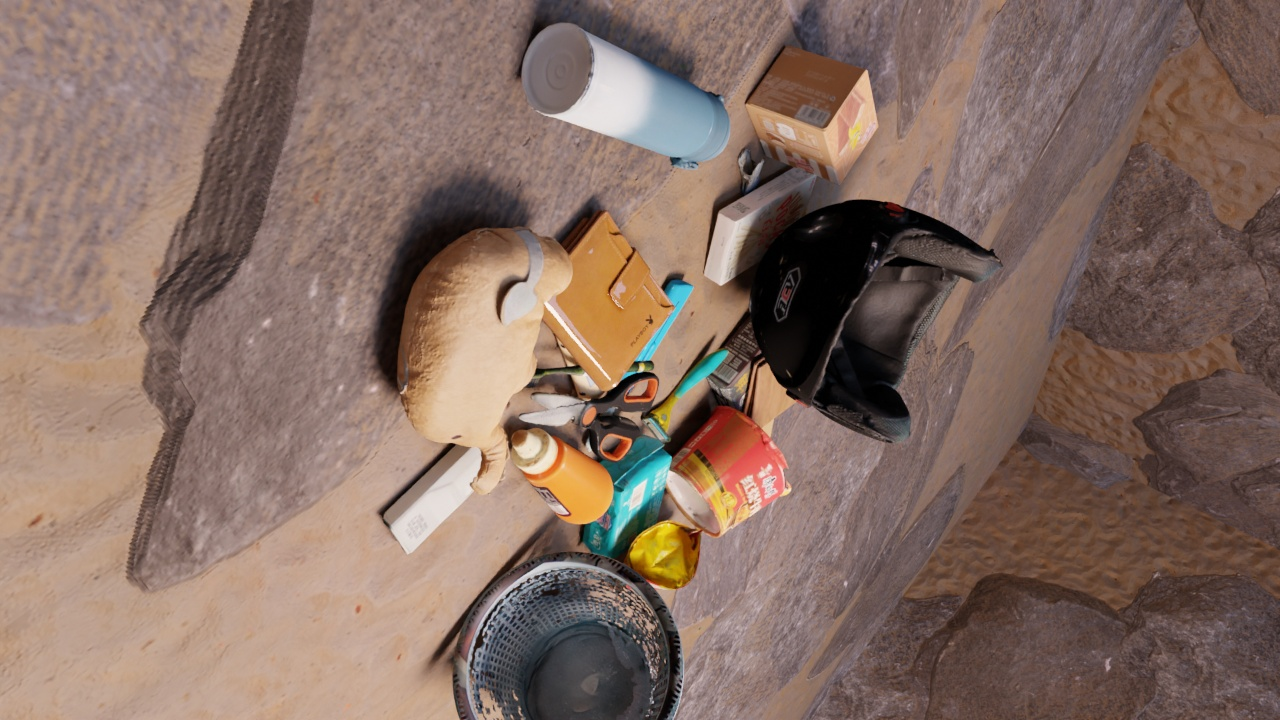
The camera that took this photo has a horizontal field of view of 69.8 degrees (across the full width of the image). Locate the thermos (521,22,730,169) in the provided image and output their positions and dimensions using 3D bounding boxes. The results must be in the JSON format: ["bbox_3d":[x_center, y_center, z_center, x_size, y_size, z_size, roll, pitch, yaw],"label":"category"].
[{"bbox_3d":[0.000,-0.199,0.719,0.220,0.070,0.070,0,116,-57],"label":"thermos"}]

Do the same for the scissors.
[{"bbox_3d":[-0.043,0.036,0.873,0.160,0.022,0.234,-54,153,-16],"label":"scissors"}]

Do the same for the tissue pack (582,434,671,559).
[{"bbox_3d":[-0.017,0.157,1.026,0.093,0.050,0.134,-29,140,-44],"label":"tissue pack"}]

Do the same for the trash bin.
[{"bbox_3d":[-0.068,0.338,0.974,0.226,0.226,0.195,-49,162,-19],"label":"trash bin"}]

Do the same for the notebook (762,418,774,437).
[{"bbox_3d":[0.143,0.129,1.293,0.147,0.008,0.208,-34,142,-38],"label":"notebook"}]

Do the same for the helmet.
[{"bbox_3d":[0.227,-0.058,0.982,0.274,0.230,0.234,1,116,-52],"label":"helmet"}]

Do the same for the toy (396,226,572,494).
[{"bbox_3d":[-0.125,0.005,0.695,0.143,0.082,0.226,-7,124,-45],"label":"toy"}]

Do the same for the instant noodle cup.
[{"bbox_3d":[0.097,0.140,1.117,0.108,0.138,0.138,-37,144,-20],"label":"instant noodle cup"}]

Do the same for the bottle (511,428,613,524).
[{"bbox_3d":[-0.080,0.105,0.876,0.066,0.067,0.149,-53,143,-12],"label":"bottle"}]

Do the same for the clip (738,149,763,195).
[{"bbox_3d":[0.116,-0.193,0.951,0.024,0.026,0.056,-46,157,-15],"label":"clip"}]

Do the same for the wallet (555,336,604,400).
[{"bbox_3d":[-0.037,-0.020,0.867,0.087,0.024,0.115,-42,145,-20],"label":"wallet"}]

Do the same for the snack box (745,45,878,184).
[{"bbox_3d":[0.173,-0.245,0.917,0.077,0.093,0.094,-56,150,-8],"label":"snack box"}]

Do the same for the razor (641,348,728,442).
[{"bbox_3d":[0.054,0.033,1.048,0.132,0.028,0.043,-48,118,-16],"label":"razor"}]

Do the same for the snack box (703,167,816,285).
[{"bbox_3d":[0.132,-0.149,1.000,0.156,0.027,0.085,-33,148,-38],"label":"snack box"}]

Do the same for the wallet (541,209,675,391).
[{"bbox_3d":[-0.033,-0.051,0.803,0.107,0.031,0.132,-51,132,-16],"label":"wallet"}]

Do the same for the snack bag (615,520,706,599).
[{"bbox_3d":[0.022,0.235,1.082,0.128,0.073,0.208,-36,171,-11],"label":"snack bag"}]

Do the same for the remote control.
[{"bbox_3d":[-0.163,0.107,0.782,0.124,0.024,0.049,-45,147,-24],"label":"remote control"}]

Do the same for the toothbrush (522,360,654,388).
[{"bbox_3d":[-0.046,0.011,0.849,0.185,0.012,0.017,-4,124,-53],"label":"toothbrush"}]

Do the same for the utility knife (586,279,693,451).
[{"bbox_3d":[-0.006,0.006,0.943,0.203,0.018,0.034,-60,151,3],"label":"utility knife"}]

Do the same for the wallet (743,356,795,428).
[{"bbox_3d":[0.166,0.029,1.131,0.101,0.020,0.115,-33,141,-35],"label":"wallet"}]

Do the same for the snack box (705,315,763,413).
[{"bbox_3d":[0.140,0.001,1.138,0.125,0.053,0.113,-48,149,-11],"label":"snack box"}]
